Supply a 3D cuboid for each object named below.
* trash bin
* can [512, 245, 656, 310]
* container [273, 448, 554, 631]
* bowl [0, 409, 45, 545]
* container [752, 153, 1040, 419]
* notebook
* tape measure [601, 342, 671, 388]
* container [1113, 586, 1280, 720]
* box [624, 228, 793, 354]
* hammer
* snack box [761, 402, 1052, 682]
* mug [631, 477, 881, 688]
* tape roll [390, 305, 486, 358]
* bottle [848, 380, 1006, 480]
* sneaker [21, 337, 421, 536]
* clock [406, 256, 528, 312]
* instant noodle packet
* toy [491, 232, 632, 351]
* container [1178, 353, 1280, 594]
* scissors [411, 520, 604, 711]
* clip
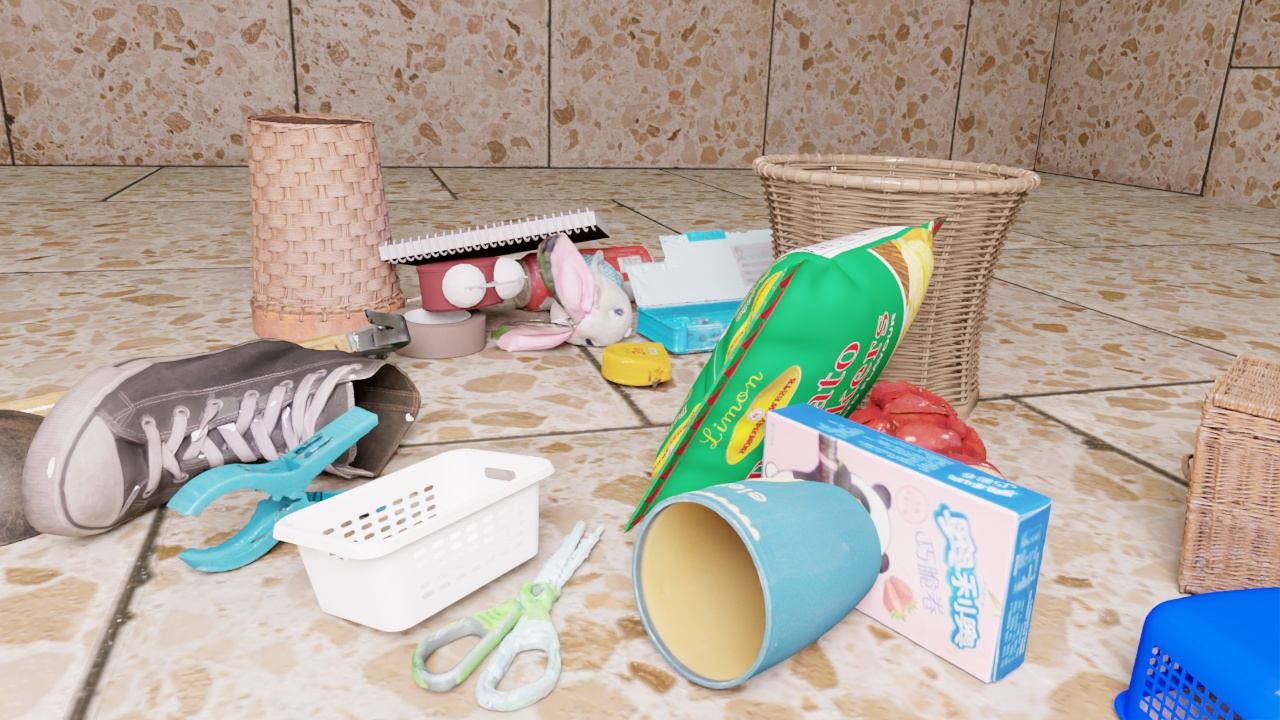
[{"bbox_3d":[-0.317,-0.135,0.923,0.151,0.210,0.151,2,18,-1],"label":"trash bin"},{"bbox_3d":[-0.064,-0.097,1.068,0.170,0.067,0.067,-7,20,-29],"label":"can"},{"bbox_3d":[-0.110,0.090,0.472,0.081,0.049,0.129,2,14,36],"label":"container"},{"bbox_3d":[-0.390,0.061,0.540,0.121,0.056,0.121,2,17,-1],"label":"bowl"},{"bbox_3d":[0.204,-0.067,0.784,0.227,0.196,0.226,2,17,-1],"label":"container"},{"bbox_3d":[-0.142,-0.122,0.946,0.209,0.022,0.171,-9,3,4],"label":"notebook"},{"bbox_3d":[-0.005,0.005,0.809,0.059,0.030,0.068,0,15,-7],"label":"tape measure"},{"bbox_3d":[0.267,0.135,0.370,0.114,0.058,0.096,-1,18,-11],"label":"container"},{"bbox_3d":[0.100,-0.068,0.989,0.226,0.074,0.180,-6,42,-25],"label":"box"},{"bbox_3d":[-0.336,0.012,0.700,0.329,0.033,0.132,-15,-1,-31],"label":"hammer"},{"bbox_3d":[0.125,0.085,0.467,0.033,0.088,0.154,-12,22,-36],"label":"snack box"},{"bbox_3d":[0.051,0.100,0.445,0.104,0.084,0.112,-6,-10,-43],"label":"mug"},{"bbox_3d":[-0.198,-0.030,0.898,0.094,0.030,0.093,2,17,-1],"label":"tape roll"},{"bbox_3d":[0.155,0.065,0.547,0.099,0.099,0.111,-1,28,-9],"label":"bottle"},{"bbox_3d":[-0.242,0.046,0.560,0.120,0.095,0.234,8,11,19],"label":"sneaker"},{"bbox_3d":[-0.167,-0.075,0.889,0.125,0.044,0.087,6,16,44],"label":"clock"},{"bbox_3d":[0.102,0.001,0.592,0.090,0.196,0.252,41,33,20],"label":"instant noodle packet"},{"bbox_3d":[-0.052,-0.053,0.933,0.105,0.131,0.205,38,16,8],"label":"toy"},{"bbox_3d":[0.392,0.079,0.473,0.199,0.113,0.113,15,21,35],"label":"container"},{"bbox_3d":[-0.056,0.118,0.467,0.072,0.033,0.175,4,13,14],"label":"scissors"},{"bbox_3d":[-0.199,0.061,0.508,0.028,0.113,0.126,12,33,38],"label":"clip"}]
